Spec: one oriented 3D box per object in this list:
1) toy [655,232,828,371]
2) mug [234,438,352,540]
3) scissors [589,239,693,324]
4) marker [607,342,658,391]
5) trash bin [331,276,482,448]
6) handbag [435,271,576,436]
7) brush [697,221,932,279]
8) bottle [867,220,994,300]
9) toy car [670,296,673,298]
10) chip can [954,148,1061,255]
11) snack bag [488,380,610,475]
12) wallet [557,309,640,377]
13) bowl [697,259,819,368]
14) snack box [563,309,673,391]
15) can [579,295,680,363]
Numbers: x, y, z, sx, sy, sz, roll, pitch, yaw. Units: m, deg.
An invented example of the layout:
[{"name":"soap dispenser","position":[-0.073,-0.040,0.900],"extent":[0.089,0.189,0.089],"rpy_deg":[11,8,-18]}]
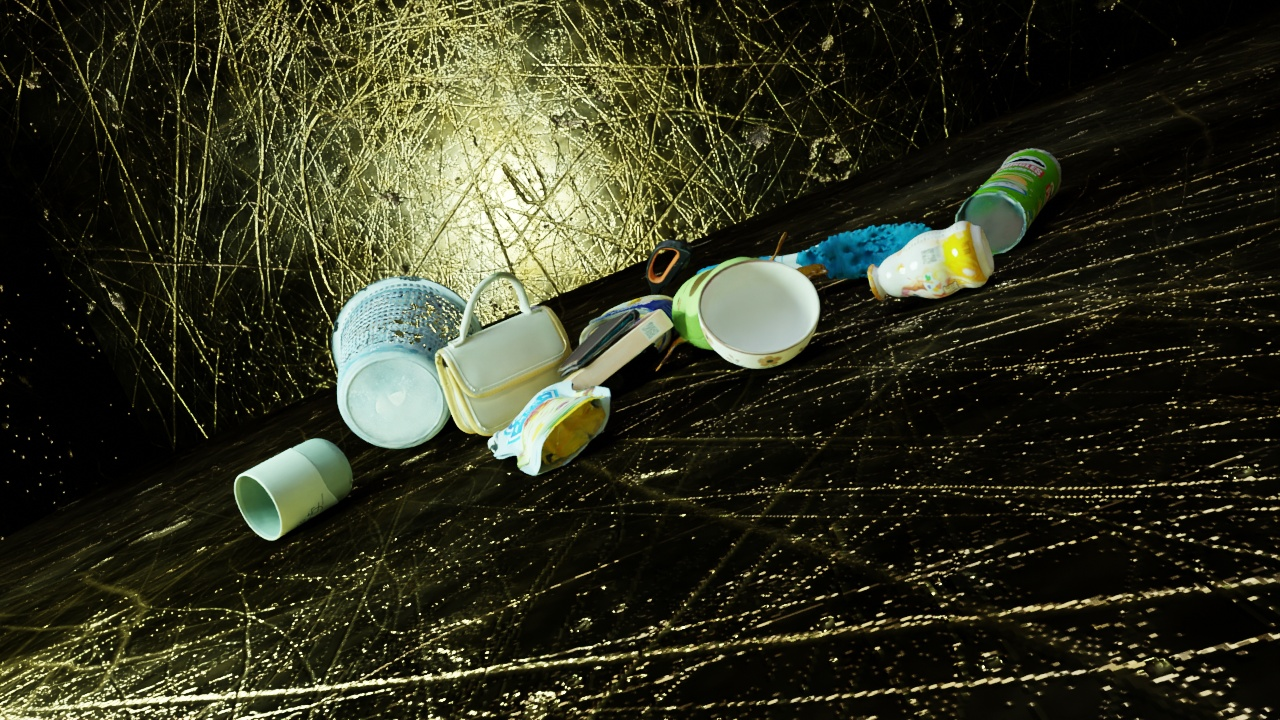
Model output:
[{"name":"toy","position":[0.099,-0.066,1.044],"extent":[0.226,0.090,0.247],"rpy_deg":[-41,11,-13]},{"name":"mug","position":[-0.397,0.152,1.054],"extent":[0.106,0.082,0.112],"rpy_deg":[-34,-17,-49]},{"name":"scissors","position":[0.028,-0.081,1.213],"extent":[0.221,0.222,0.021],"rpy_deg":[5,47,16]},{"name":"marker","position":[-0.007,0.006,1.108],"extent":[0.020,0.022,0.131],"rpy_deg":[18,23,15]},{"name":"trash bin","position":[-0.337,0.018,1.300],"extent":[0.226,0.227,0.195],"rpy_deg":[-22,25,3]},{"name":"handbag","position":[-0.166,-0.014,1.116],"extent":[0.163,0.179,0.063],"rpy_deg":[-27,15,-31]},{"name":"brush","position":[0.207,-0.125,1.158],"extent":[0.315,0.060,0.109],"rpy_deg":[-8,7,20]},{"name":"bottle","position":[0.271,-0.088,0.860],"extent":[0.109,0.063,0.063],"rpy_deg":[-16,11,30]},{"name":"toy car","position":[0.027,-0.054,1.334],"extent":[0.056,0.037,0.122],"rpy_deg":[-27,19,21]},{"name":"chip can","position":[0.416,-0.181,1.029],"extent":[0.072,0.072,0.235],"rpy_deg":[-15,12,37]},{"name":"snack bag","position":[-0.094,0.062,0.908],"extent":[0.110,0.039,0.191],"rpy_deg":[-53,19,-12]},{"name":"wallet","position":[-0.052,-0.019,1.076],"extent":[0.096,0.020,0.122],"rpy_deg":[-45,6,-14]},{"name":"bowl","position":[0.113,-0.036,0.880],"extent":[0.113,0.113,0.062],"rpy_deg":[-24,-32,-10]},{"name":"snack box","position":[-0.036,-0.001,1.058],"extent":[0.157,0.026,0.084],"rpy_deg":[-38,5,-7]},{"name":"can","position":[-0.011,-0.037,1.205],"extent":[0.148,0.074,0.049],"rpy_deg":[-16,15,37]}]
